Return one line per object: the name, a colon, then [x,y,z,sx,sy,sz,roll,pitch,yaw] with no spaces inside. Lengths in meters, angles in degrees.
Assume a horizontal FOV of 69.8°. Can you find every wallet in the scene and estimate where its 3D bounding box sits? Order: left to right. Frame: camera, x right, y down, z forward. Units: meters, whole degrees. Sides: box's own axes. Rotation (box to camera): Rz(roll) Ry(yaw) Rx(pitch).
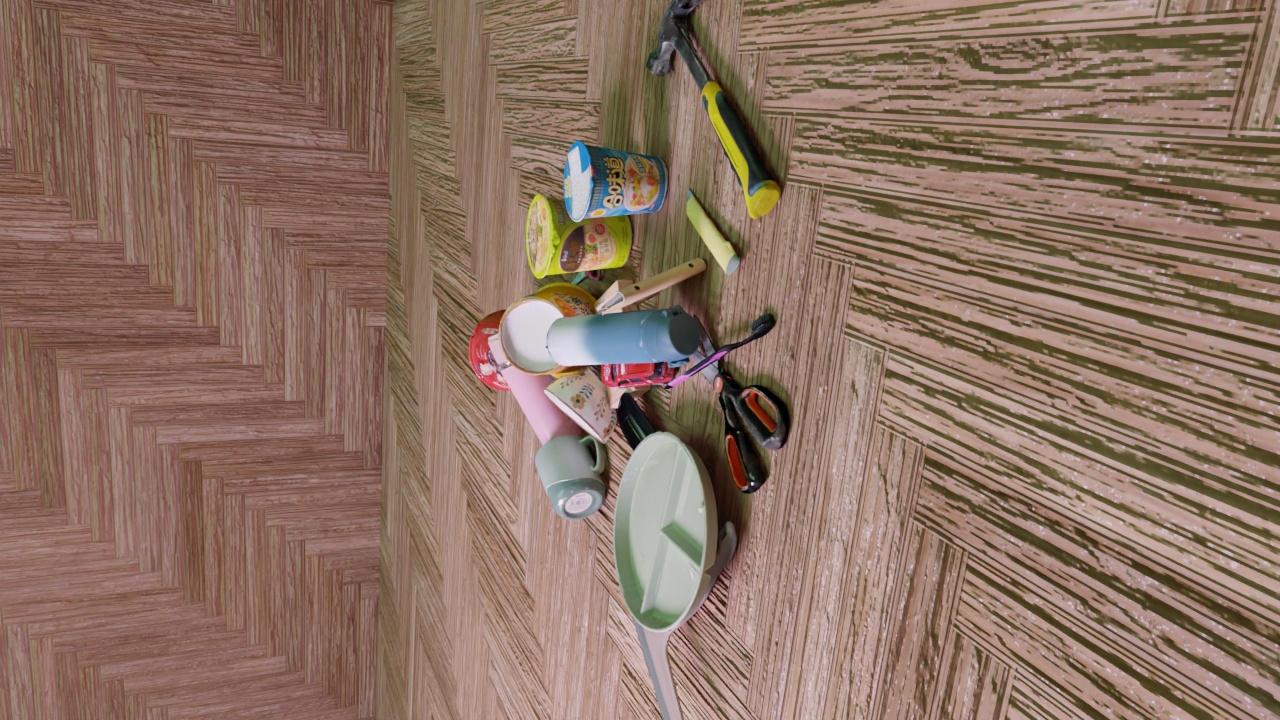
wallet: [0.010,-0.083,1.067,0.024,0.115,0.087,66,155,-3]

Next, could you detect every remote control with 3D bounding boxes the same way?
remote control: [0.001,0.098,1.173,0.136,0.024,0.053,55,142,33]

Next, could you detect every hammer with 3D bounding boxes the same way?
hammer: [0.081,-0.284,1.000,0.126,0.031,0.322,115,144,-45]

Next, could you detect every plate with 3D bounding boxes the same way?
plate: [0.027,0.199,1.073,0.231,0.027,0.230,-27,59,59]

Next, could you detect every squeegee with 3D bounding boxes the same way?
squeegee: [0.063,0.266,1.059,0.250,0.040,0.247,-63,32,36]

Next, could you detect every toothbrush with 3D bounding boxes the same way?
toothbrush: [0.081,-0.006,0.997,0.190,0.014,0.017,-34,49,48]

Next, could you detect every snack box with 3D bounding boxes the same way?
snack box: [-0.026,-0.022,1.248,0.085,0.026,0.157,-38,57,58]

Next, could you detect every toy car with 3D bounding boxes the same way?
toy car: [-0.007,0.007,1.157,0.121,0.045,0.053,-10,76,47]

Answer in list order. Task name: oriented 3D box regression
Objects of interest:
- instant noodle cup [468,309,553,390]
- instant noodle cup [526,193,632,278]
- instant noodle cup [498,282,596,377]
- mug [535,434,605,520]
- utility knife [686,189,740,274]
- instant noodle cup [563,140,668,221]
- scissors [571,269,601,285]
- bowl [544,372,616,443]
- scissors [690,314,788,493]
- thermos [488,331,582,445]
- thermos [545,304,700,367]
instant noodle cup: [-0.198,-0.016,1.504,0.109,0.137,0.138,2,93,57]
instant noodle cup: [-0.080,-0.168,1.246,0.112,0.123,0.111,177,90,-66]
instant noodle cup: [-0.129,-0.039,1.298,0.109,0.138,0.138,-25,-61,-71]
mug: [-0.093,0.166,1.354,0.112,0.082,0.106,-46,42,15]
utility knife: [0.077,-0.146,1.033,0.166,0.018,0.031,60,138,44]
instant noodle cup: [-0.029,-0.221,1.146,0.099,0.109,0.099,178,90,-66]
scissors: [-0.085,-0.134,1.387,0.134,0.017,0.056,149,111,-66]
bowl: [-0.074,0.058,1.293,0.062,0.113,0.113,-49,24,-11]
scissors: [0.091,0.048,1.005,0.229,0.021,0.190,-156,67,-62]
thermos: [-0.160,0.036,1.414,0.067,0.087,0.198,-25,97,29]
thermos: [-0.023,-0.025,1.101,0.221,0.070,0.070,-1,91,47]
